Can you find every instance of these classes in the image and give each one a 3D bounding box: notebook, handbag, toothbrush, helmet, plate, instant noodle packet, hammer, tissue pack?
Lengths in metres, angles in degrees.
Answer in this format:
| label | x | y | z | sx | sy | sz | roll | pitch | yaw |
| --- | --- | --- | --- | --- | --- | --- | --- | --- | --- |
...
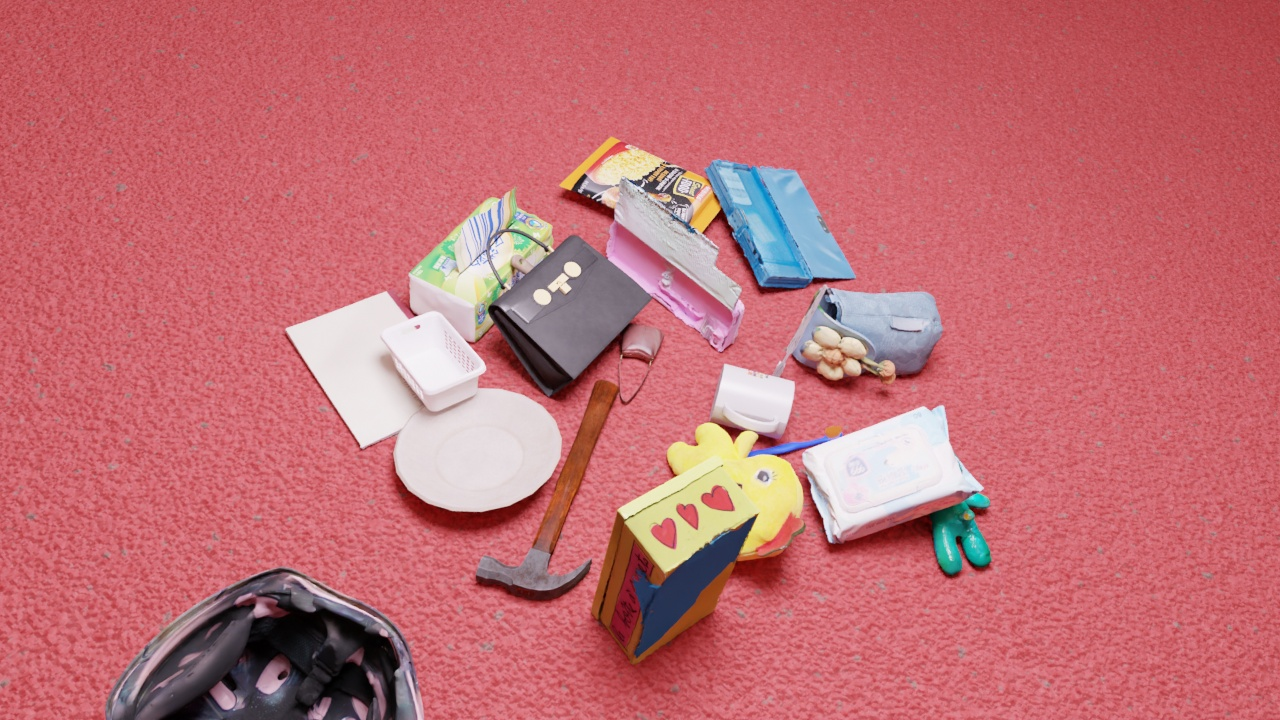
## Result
| label | x | y | z | sx | sy | sz | roll | pitch | yaw |
| --- | --- | --- | --- | --- | --- | --- | --- | --- | --- |
| notebook | -0.325 | 0.003 | 1.140 | 0.152 | 0.012 | 0.208 | -26 | 59 | -29 |
| handbag | 0.301 | -0.026 | 1.207 | 0.192 | 0.122 | 0.118 | 5 | 49 | -12 |
| toothbrush | 0.198 | -0.033 | 1.150 | 0.010 | 0.182 | 0.010 | 24 | 47 | 3 |
| handbag | -0.115 | -0.088 | 1.160 | 0.196 | 0.072 | 0.175 | 48 | 53 | -7 |
| helmet | -0.307 | 0.322 | 0.782 | 0.255 | 0.153 | 0.229 | 30 | 49 | 13 |
| plate | -0.185 | 0.106 | 1.057 | 0.189 | 0.027 | 0.188 | 2 | 43 | -2 |
| instant noodle packet | 0.013 | -0.261 | 1.387 | 0.221 | 0.032 | 0.159 | 26 | 49 | 12 |
| hammer | -0.081 | 0.138 | 1.059 | 0.111 | 0.028 | 0.299 | 16 | 49 | 5 |
| handbag | -0.007 | 0.007 | 1.187 | 0.055 | 0.029 | 0.119 | 12 | 55 | 3 |
| tissue pack | -0.204 | -0.144 | 1.198 | 0.120 | 0.142 | 0.197 | 22 | 50 | 8 |
| tissue pack | 0.286 | 0.130 | 1.058 | 0.182 | 0.070 | 0.112 | -22 | 60 | 9 |
| toothbrush | 0.172 | 0.108 | 1.134 | 0.182 | 0.018 | 0.016 | -12 | 29 | -19 |

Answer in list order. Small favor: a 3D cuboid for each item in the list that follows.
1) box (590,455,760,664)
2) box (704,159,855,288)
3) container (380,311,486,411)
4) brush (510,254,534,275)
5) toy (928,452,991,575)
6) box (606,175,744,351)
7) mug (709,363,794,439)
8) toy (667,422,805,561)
| label | x | y | z | sx | sy | sz | roll | pitch | yaw |
| --- | --- | --- | --- | --- | --- | --- | --- | --- | --- |
| box | 0.029 | 0.199 | 0.901 | 0.124 | 0.221 | 0.081 | -28 | 59 | -26 |
| box | 0.208 | -0.204 | 1.380 | 0.174 | 0.034 | 0.231 | 0 | 55 | -31 |
| container | -0.248 | 0.004 | 1.102 | 0.080 | 0.050 | 0.129 | -25 | 50 | -28 |
| brush | -0.110 | -0.091 | 1.203 | 0.151 | 0.012 | 0.038 | 39 | 52 | -26 |
| toy | 0.360 | 0.157 | 1.097 | 0.130 | 0.073 | 0.193 | -7 | 61 | -16 |
| box | 0.047 | -0.133 | 1.222 | 0.230 | 0.160 | 0.035 | 40 | 57 | 22 |
| mug | 0.136 | 0.057 | 1.125 | 0.089 | 0.074 | 0.105 | 14 | 24 | 2 |
| toy | 0.107 | 0.150 | 1.043 | 0.134 | 0.092 | 0.207 | -38 | 54 | -3 |
